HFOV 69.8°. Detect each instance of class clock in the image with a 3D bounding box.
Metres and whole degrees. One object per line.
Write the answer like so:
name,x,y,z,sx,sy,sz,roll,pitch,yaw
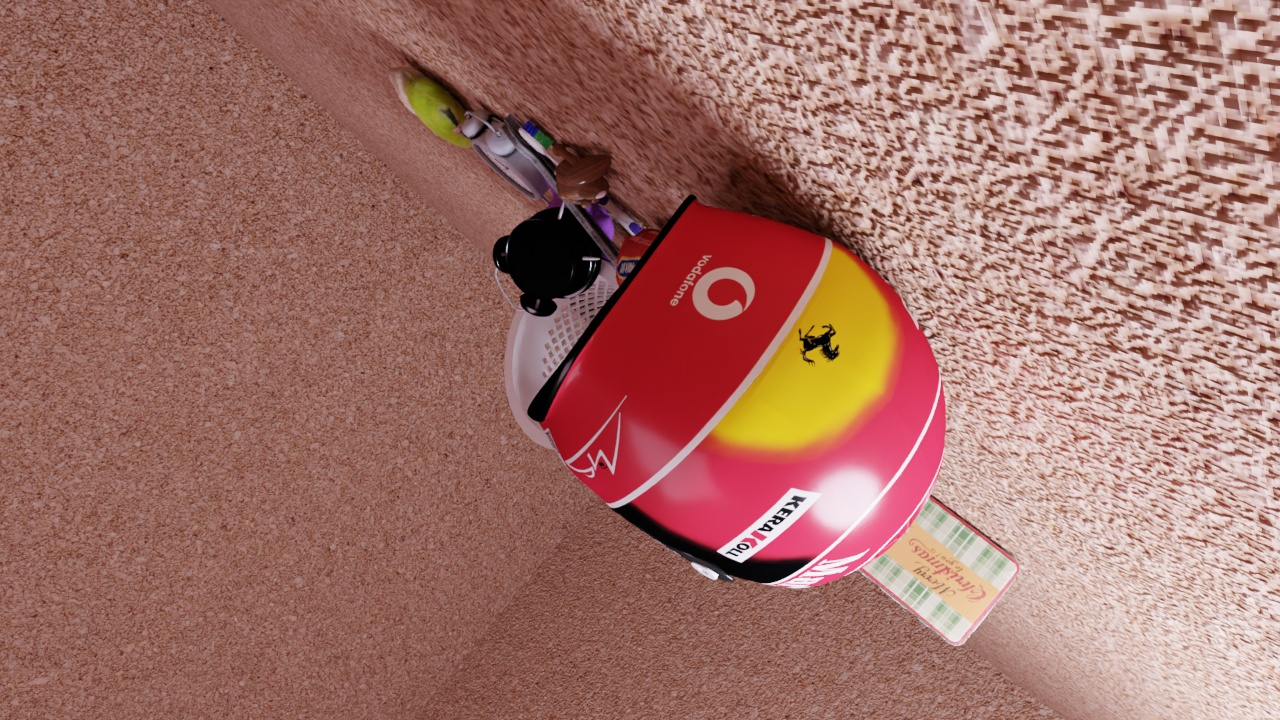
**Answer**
clock,-0.135,-0.211,0.934,0.094,0.035,0.122,36,176,37
clock,-0.095,-0.094,0.890,0.091,0.121,0.042,59,-146,1

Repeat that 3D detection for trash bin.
trash bin,-0.006,0.006,0.982,0.199,0.196,0.195,12,-162,-46

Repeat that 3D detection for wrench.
wrench,-0.039,-0.117,0.850,0.273,0.010,0.070,51,-163,-6

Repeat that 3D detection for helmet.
helmet,0.065,0.032,0.567,0.224,0.197,0.271,37,161,-3

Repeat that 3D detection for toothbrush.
toothbrush,-0.041,-0.154,0.852,0.186,0.016,0.015,39,177,-26

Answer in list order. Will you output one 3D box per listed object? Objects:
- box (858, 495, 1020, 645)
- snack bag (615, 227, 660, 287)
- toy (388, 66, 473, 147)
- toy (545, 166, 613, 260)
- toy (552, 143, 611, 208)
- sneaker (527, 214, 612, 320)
box,0.294,0.201,1.001,0.205,0.117,0.050,40,-179,20
snack bag,0.034,-0.061,0.757,0.082,0.082,0.176,42,176,-26
toy,-0.229,-0.280,0.997,0.118,0.043,0.092,41,179,26
toy,-0.063,-0.139,0.918,0.088,0.055,0.106,30,155,13
toy,-0.051,-0.155,0.778,0.055,0.041,0.102,67,171,-28
sneaker,-0.042,-0.089,1.153,0.256,0.093,0.160,40,-175,-20
